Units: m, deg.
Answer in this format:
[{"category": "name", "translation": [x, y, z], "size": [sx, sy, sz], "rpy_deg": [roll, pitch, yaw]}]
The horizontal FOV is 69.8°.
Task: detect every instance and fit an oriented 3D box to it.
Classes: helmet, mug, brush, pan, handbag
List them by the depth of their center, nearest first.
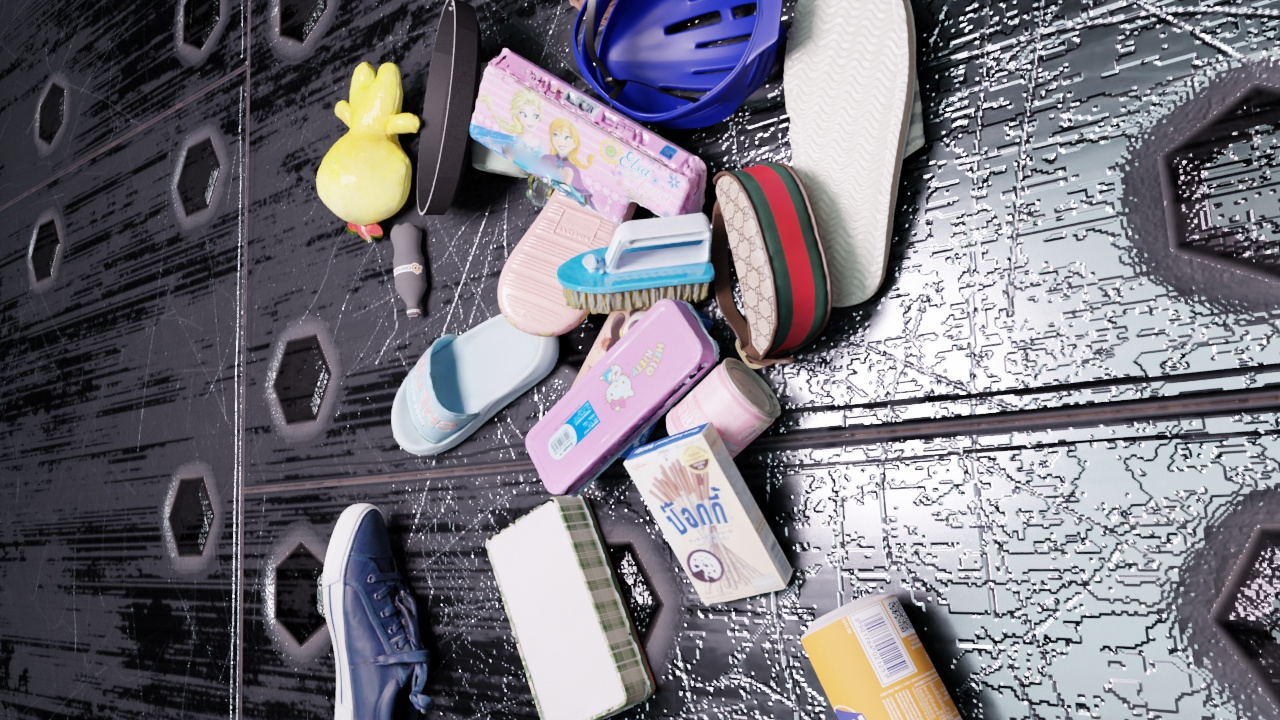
[{"category": "handbag", "translation": [0.097, -0.074, 0.756], "size": [0.138, 0.063, 0.166], "rpy_deg": [144, 112, -72]}, {"category": "helmet", "translation": [0.003, -0.280, 0.763], "size": [0.242, 0.227, 0.148], "rpy_deg": [9, 95, 43]}, {"category": "brush", "translation": [-0.006, -0.085, 0.800], "size": [0.136, 0.075, 0.055], "rpy_deg": [-8, 47, -3]}, {"category": "mug", "translation": [-0.143, -0.250, 0.970], "size": [0.111, 0.084, 0.104], "rpy_deg": [-157, 75, -65]}, {"category": "pan", "translation": [-0.198, -0.331, 0.973], "size": [0.225, 0.034, 0.356], "rpy_deg": [-166, 82, -69]}]

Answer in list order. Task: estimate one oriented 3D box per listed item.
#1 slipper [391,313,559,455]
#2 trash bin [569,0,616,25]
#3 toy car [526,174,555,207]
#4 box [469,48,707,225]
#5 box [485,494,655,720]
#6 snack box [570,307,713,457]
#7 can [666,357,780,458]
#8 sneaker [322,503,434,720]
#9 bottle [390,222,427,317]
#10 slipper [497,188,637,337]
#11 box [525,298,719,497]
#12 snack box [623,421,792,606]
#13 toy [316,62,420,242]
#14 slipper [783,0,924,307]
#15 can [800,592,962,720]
[{"category": "slipper", "translation": [-0.188, 0.015, 0.970], "size": [0.246, 0.074, 0.104], "rpy_deg": [-31, 67, 29]}, {"category": "trash bin", "translation": [-0.060, -0.414, 0.837], "size": [0.152, 0.209, 0.151], "rpy_deg": [-5, 81, 36]}, {"category": "toy car", "translation": [-0.086, -0.199, 0.946], "size": [0.039, 0.027, 0.090], "rpy_deg": [35, 107, 32]}, {"category": "box", "translation": [-0.054, -0.188, 0.832], "size": [0.230, 0.085, 0.076], "rpy_deg": [33, 72, 14]}, {"category": "box", "translation": [-0.071, 0.240, 0.874], "size": [0.118, 0.050, 0.205], "rpy_deg": [-37, 64, 31]}, {"category": "snack box", "translation": [-0.005, 0.005, 0.858], "size": [0.087, 0.034, 0.151], "rpy_deg": [38, 108, 33]}, {"category": "can", "translation": [0.069, 0.046, 0.778], "size": [0.076, 0.067, 0.067], "rpy_deg": [-46, 61, 23]}, {"category": "sneaker", "translation": [-0.267, 0.299, 0.995], "size": [0.127, 0.120, 0.294], "rpy_deg": [-10, 81, 13]}, {"category": "bottle", "translation": [-0.268, -0.104, 1.065], "size": [0.036, 0.036, 0.109], "rpy_deg": [-17, 75, 34]}, {"category": "slipper", "translation": [-0.061, -0.104, 0.890], "size": [0.093, 0.081, 0.197], "rpy_deg": [25, 75, 10]}, {"category": "box", "translation": [-0.019, 0.036, 0.820], "size": [0.215, 0.036, 0.076], "rpy_deg": [-45, 61, 25]}, {"category": "snack box", "translation": [0.056, 0.130, 0.760], "size": [0.082, 0.026, 0.150], "rpy_deg": [-22, 103, 33]}, {"category": "toy", "translation": [-0.326, -0.249, 1.092], "size": [0.134, 0.092, 0.207], "rpy_deg": [13, 90, 34]}, {"category": "slipper", "translation": [0.167, -0.179, 0.739], "size": [0.115, 0.053, 0.273], "rpy_deg": [5, 97, 38]}, {"category": "can", "translation": [0.181, 0.247, 0.664], "size": [0.079, 0.079, 0.142], "rpy_deg": [-38, 64, 28]}]
